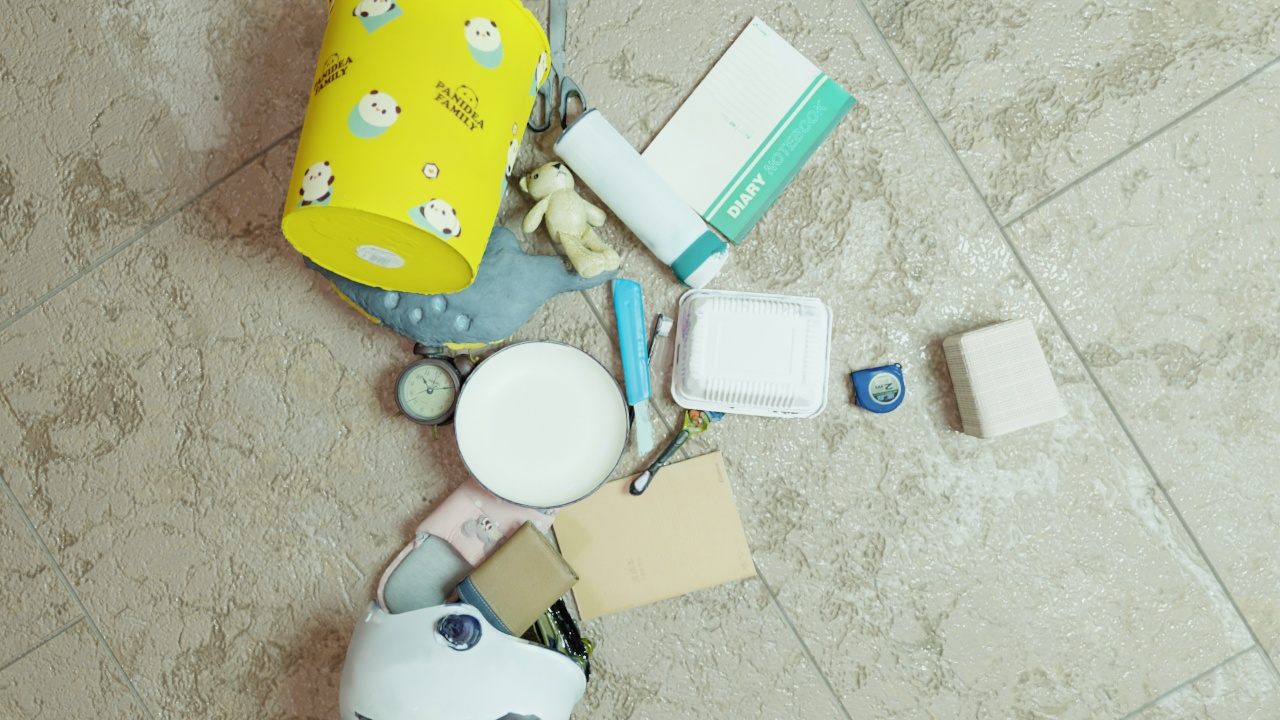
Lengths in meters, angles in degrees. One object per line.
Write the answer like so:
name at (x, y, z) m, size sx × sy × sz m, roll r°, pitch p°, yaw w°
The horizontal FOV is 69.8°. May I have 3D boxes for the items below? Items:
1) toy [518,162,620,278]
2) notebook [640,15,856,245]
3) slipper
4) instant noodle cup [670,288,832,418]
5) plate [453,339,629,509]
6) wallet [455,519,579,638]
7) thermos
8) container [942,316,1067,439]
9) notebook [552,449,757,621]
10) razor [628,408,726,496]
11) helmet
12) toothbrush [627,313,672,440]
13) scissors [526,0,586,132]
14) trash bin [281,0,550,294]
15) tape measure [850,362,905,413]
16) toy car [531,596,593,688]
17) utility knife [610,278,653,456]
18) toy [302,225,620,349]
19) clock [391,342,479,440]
toy at (-0.075, -0.154, 1.002) m, size 0.105 × 0.066 × 0.157 m, roll -18°, pitch 64°, yaw -28°
notebook at (0.118, -0.255, 1.027) m, size 0.150 × 0.012 × 0.209 m, roll 40°, pitch 94°, yaw 1°
slipper at (-0.196, 0.204, 1.043) m, size 0.274 × 0.054 × 0.114 m, roll -42°, pitch 85°, yaw 7°
instant noodle cup at (0.123, -0.010, 1.005) m, size 0.173 × 0.060 × 0.138 m, roll 5°, pitch 84°, yaw 5°
plate at (-0.110, 0.073, 1.021) m, size 0.192 × 0.039 × 0.192 m, roll 3°, pitch 72°, yaw -8°
wallet at (-0.134, 0.242, 0.993) m, size 0.115 × 0.033 × 0.090 m, roll -45°, pitch 76°, yaw 8°
thermos at (0.003, -0.173, 1.012) m, size 0.073 × 0.073 × 0.224 m, roll -44°, pitch 89°, yaw 4°
container at (0.385, 0.017, 0.985) m, size 0.090 × 0.090 × 0.111 m, roll -17°, pitch 88°, yaw 5°
notebook at (0.012, 0.203, 1.055) m, size 0.211 × 0.012 × 0.149 m, roll -16°, pitch 92°, yaw 5°
razor at (0.036, 0.097, 1.034) m, size 0.042 × 0.022 × 0.142 m, roll 42°, pitch 86°, yaw 3°
helmet at (-0.198, 0.369, 0.954) m, size 0.259 × 0.145 × 0.229 m, roll 8°, pitch 136°, yaw 11°
toothbrush at (0.002, 0.035, 1.046) m, size 0.018 × 0.015 × 0.181 m, roll 18°, pitch 93°, yaw -6°
scissors at (-0.086, -0.342, 1.038) m, size 0.142 × 0.014 × 0.173 m, roll 38°, pitch 93°, yaw 5°
trash bin at (-0.224, -0.217, 0.904) m, size 0.229 × 0.230 × 0.254 m, roll 8°, pitch 71°, yaw 3°
tape measure at (0.266, 0.032, 1.023) m, size 0.058 × 0.025 × 0.054 m, roll -11°, pitch 94°, yaw 8°
toy car at (-0.097, 0.298, 1.039) m, size 0.042 × 0.070 × 0.158 m, roll -25°, pitch 88°, yaw 6°
utility knife at (-0.006, 0.006, 1.030) m, size 0.034 × 0.018 × 0.202 m, roll -7°, pitch 84°, yaw 3°
toy at (-0.199, -0.078, 1.007) m, size 0.356 × 0.092 × 0.137 m, roll -1°, pitch 55°, yaw -1°
clock at (-0.230, 0.023, 1.041) m, size 0.082 × 0.055 × 0.122 m, roll 25°, pitch 92°, yaw 3°
